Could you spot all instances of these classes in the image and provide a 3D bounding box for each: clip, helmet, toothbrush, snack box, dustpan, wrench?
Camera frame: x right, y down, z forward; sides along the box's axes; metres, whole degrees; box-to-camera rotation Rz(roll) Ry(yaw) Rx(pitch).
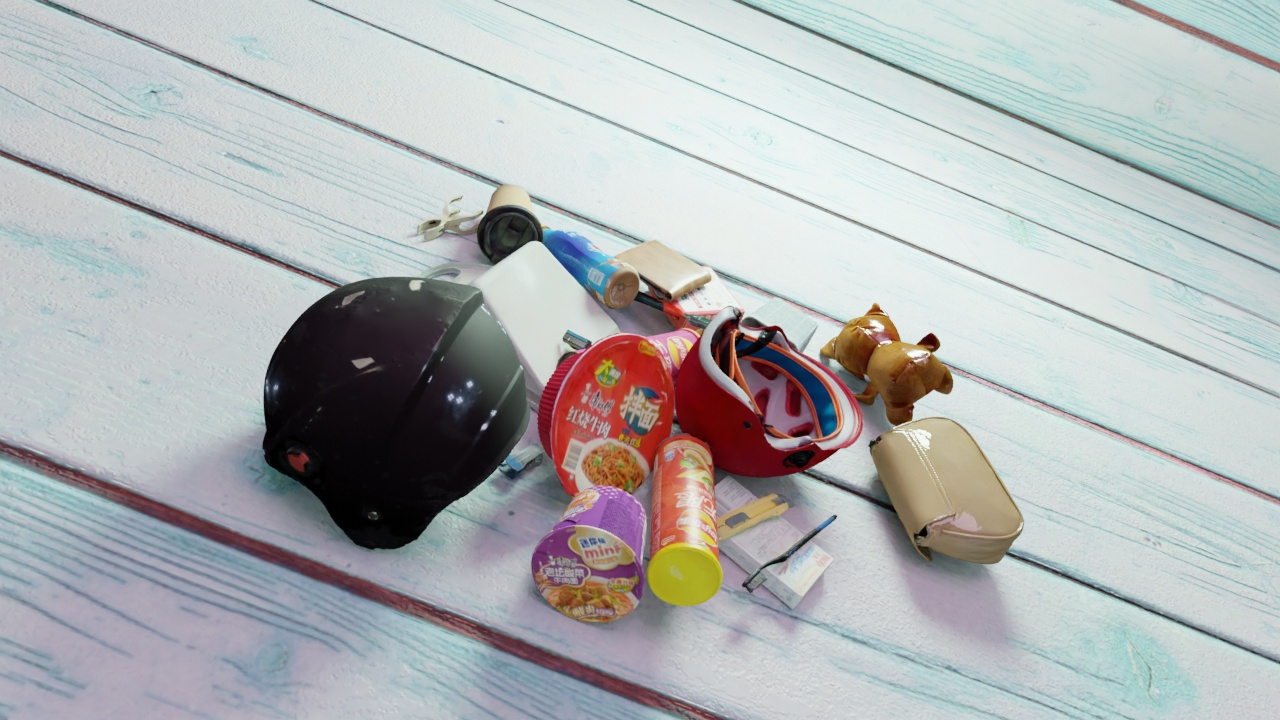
[{"bbox_3d":[-0.129,0.110,1.021,0.026,0.039,0.058,37,39,21],"label":"clip"},{"bbox_3d":[0.142,0.060,1.131,0.239,0.144,0.206,22,38,-28],"label":"helmet"},{"bbox_3d":[0.170,0.210,1.014,0.016,0.014,0.189,43,40,23],"label":"toothbrush"},{"bbox_3d":[-0.245,0.028,0.900,0.275,0.231,0.232,7,33,10],"label":"helmet"},{"bbox_3d":[0.134,0.202,1.040,0.157,0.027,0.084,38,39,19],"label":"snack box"},{"bbox_3d":[-0.282,-0.209,1.327,0.103,0.035,0.092,-12,53,-29],"label":"clip"},{"bbox_3d":[-0.167,-0.042,1.198,0.258,0.143,0.222,53,37,-9],"label":"dustpan"},{"bbox_3d":[0.072,-0.090,1.359,0.127,0.044,0.113,-4,45,-31],"label":"snack box"},{"bbox_3d":[0.024,-0.076,1.272,0.274,0.016,0.056,27,17,39],"label":"wrench"}]

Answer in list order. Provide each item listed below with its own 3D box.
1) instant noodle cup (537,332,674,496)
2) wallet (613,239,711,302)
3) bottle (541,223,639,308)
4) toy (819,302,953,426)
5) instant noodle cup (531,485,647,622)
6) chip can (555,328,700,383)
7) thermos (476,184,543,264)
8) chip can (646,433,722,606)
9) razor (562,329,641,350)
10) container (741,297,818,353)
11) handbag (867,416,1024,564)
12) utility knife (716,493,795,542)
[{"bbox_3d":[-0.047,0.061,1.021,0.066,0.194,0.193,13,23,41],"label":"instant noodle cup"},{"bbox_3d":[0.033,-0.134,1.339,0.115,0.020,0.101,37,40,23],"label":"wallet"},{"bbox_3d":[-0.089,-0.144,1.309,0.065,0.065,0.219,-11,34,-38],"label":"bottle"},{"bbox_3d":[0.360,0.002,1.345,0.140,0.130,0.199,-35,45,-7],"label":"toy"},{"bbox_3d":[-0.043,0.183,0.907,0.111,0.112,0.099,23,27,-1],"label":"instant noodle cup"},{"bbox_3d":[-0.007,0.007,1.154,0.210,0.072,0.071,-12,49,-46],"label":"chip can"},{"bbox_3d":[-0.189,-0.200,1.326,0.093,0.093,0.143,12,29,-16],"label":"thermos"},{"bbox_3d":[0.045,0.159,0.957,0.073,0.073,0.216,18,24,-7],"label":"chip can"},{"bbox_3d":[-0.042,-0.022,1.188,0.043,0.028,0.132,22,17,35],"label":"razor"},{"bbox_3d":[0.191,-0.026,1.311,0.090,0.090,0.111,35,34,14],"label":"container"},{"bbox_3d":[0.382,0.168,1.166,0.147,0.100,0.204,3,40,-15],"label":"handbag"},{"bbox_3d":[0.100,0.184,1.015,0.195,0.020,0.031,-21,48,-35],"label":"utility knife"}]
